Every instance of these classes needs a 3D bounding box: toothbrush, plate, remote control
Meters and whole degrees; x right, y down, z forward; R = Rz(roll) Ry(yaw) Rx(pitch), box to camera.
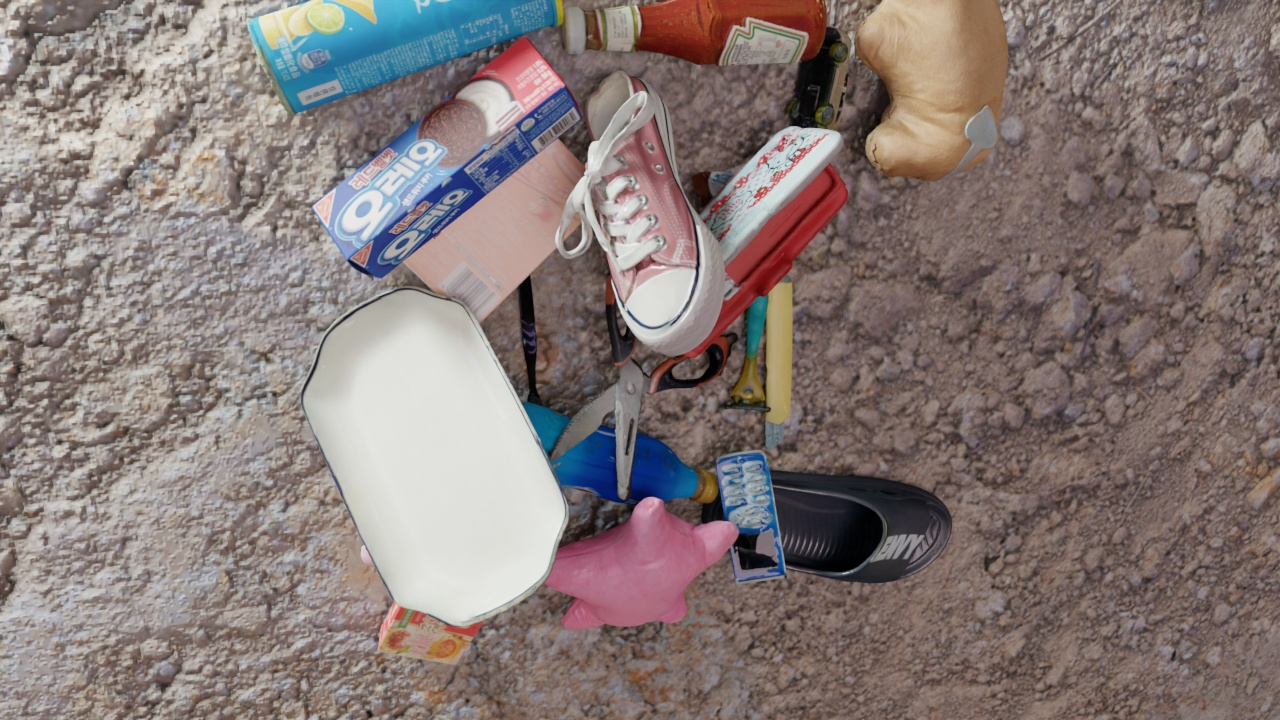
[{"bbox_3d":[-0.095,-0.029,0.779,0.014,0.017,0.189,-7,108,-13],"label":"toothbrush"},{"bbox_3d":[-0.158,0.072,0.719,0.162,0.034,0.265,-31,79,6],"label":"plate"},{"bbox_3d":[0.102,0.145,0.847,0.049,0.024,0.125,-9,97,6],"label":"remote control"}]

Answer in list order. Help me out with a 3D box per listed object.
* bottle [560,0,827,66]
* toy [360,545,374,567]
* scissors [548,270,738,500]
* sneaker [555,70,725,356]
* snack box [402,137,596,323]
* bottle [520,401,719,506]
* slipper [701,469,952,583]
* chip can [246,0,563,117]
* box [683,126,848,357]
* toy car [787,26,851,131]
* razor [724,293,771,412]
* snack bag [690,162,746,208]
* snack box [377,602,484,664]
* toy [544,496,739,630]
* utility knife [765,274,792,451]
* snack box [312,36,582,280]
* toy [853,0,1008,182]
[{"bbox_3d":[0.041,-0.262,0.720,0.206,0.059,0.060,-5,109,-10],"label":"bottle"},{"bbox_3d":[-0.158,0.141,0.793,0.159,0.054,0.121,5,113,-18],"label":"toy"},{"bbox_3d":[-0.002,0.004,0.778,0.224,0.015,0.189,-31,105,-31],"label":"scissors"},{"bbox_3d":[-0.009,-0.118,0.668,0.119,0.240,0.087,-28,152,32],"label":"sneaker"},{"bbox_3d":[-0.109,-0.110,0.737,0.157,0.026,0.084,-44,106,0],"label":"snack box"},{"bbox_3d":[-0.022,0.092,0.805,0.218,0.065,0.065,18,101,-31],"label":"bottle"},{"bbox_3d":[0.192,0.172,0.891,0.268,0.083,0.111,11,104,-16],"label":"slipper"},{"bbox_3d":[-0.165,-0.244,0.658,0.210,0.071,0.071,-22,112,-8],"label":"chip can"},{"bbox_3d":[0.091,-0.089,0.736,0.201,0.100,0.094,-46,114,1],"label":"box"},{"bbox_3d":[0.153,-0.232,0.770,0.035,0.042,0.090,-9,116,-37],"label":"toy car"},{"bbox_3d":[0.102,-0.014,0.830,0.043,0.028,0.133,5,114,5],"label":"razor"},{"bbox_3d":[0.096,-0.155,0.787,0.105,0.026,0.045,-22,113,-7],"label":"snack bag"},{"bbox_3d":[-0.170,0.209,0.794,0.075,0.025,0.153,18,128,-20],"label":"snack box"},{"bbox_3d":[-0.010,0.184,0.824,0.178,0.074,0.195,5,133,-22],"label":"toy"},{"bbox_3d":[0.127,0.001,0.850,0.031,0.019,0.179,-5,103,-10],"label":"utility knife"},{"bbox_3d":[-0.143,-0.148,0.687,0.207,0.057,0.058,-38,75,2],"label":"snack box"},{"bbox_3d":[0.243,-0.264,0.765,0.143,0.082,0.226,-19,110,-24],"label":"toy"}]
